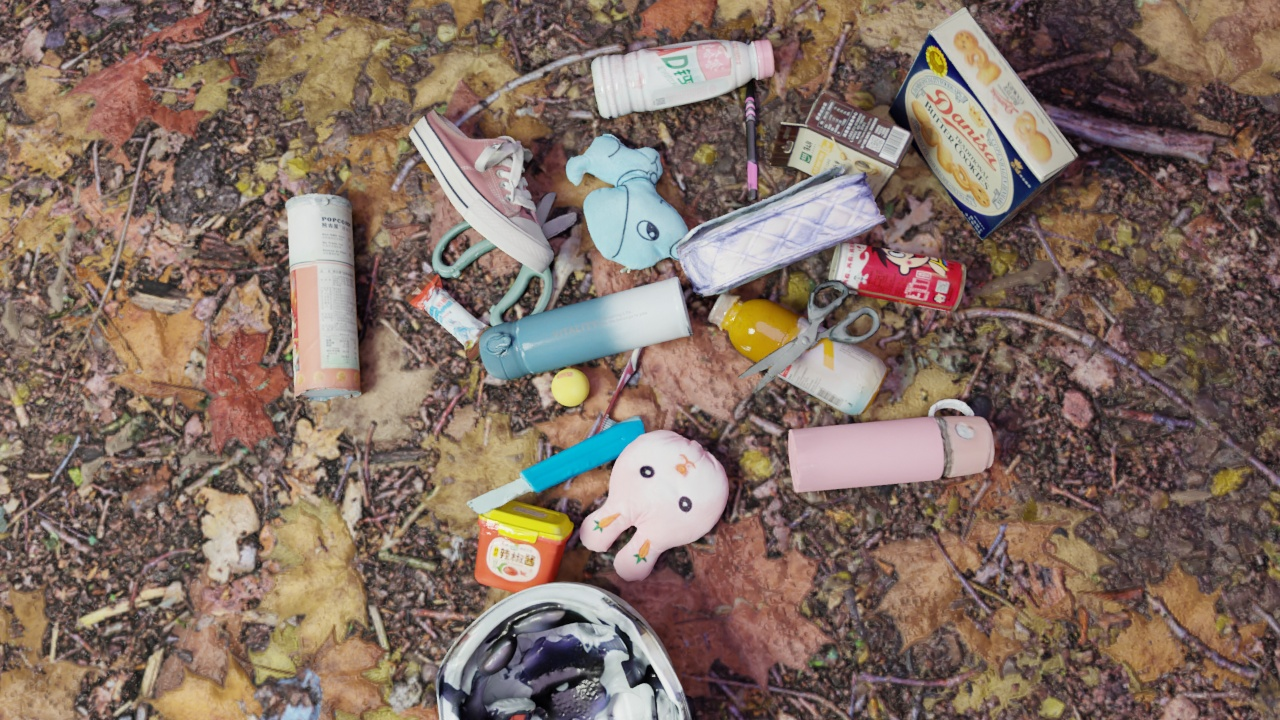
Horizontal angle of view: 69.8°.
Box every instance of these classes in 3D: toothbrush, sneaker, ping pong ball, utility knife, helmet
[{"bbox_3d":[0.124,-0.272,1.030,0.014,0.018,0.189,-3,81,12],"label":"toothbrush"},{"bbox_3d":[-0.156,-0.196,0.978,0.088,0.118,0.241,-43,65,11],"label":"sneaker"},{"bbox_3d":[-0.074,0.029,0.976,0.040,0.040,0.040,0,80,3],"label":"ping pong ball"},{"bbox_3d":[-0.006,0.006,0.990,0.017,0.016,0.187,25,83,-1],"label":"toothbrush"},{"bbox_3d":[-0.082,0.109,0.937,0.204,0.018,0.034,-23,88,-25],"label":"utility knife"},{"bbox_3d":[-0.067,0.333,0.872,0.229,0.146,0.258,-25,90,0],"label":"helmet"}]

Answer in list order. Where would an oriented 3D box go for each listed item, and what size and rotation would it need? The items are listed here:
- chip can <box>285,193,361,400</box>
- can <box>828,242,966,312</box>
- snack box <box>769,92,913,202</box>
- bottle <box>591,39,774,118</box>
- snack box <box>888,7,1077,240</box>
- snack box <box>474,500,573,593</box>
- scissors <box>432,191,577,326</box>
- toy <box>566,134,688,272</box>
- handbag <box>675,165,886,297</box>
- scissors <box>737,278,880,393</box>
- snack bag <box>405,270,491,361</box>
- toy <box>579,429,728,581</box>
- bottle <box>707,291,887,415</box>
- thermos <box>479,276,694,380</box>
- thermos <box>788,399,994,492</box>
[{"bbox_3d":[-0.341,-0.066,0.991,0.071,0.071,0.214,-6,80,2],"label":"chip can"},{"bbox_3d":[0.270,-0.089,0.972,0.133,0.053,0.053,11,81,5],"label":"can"},{"bbox_3d":[0.209,-0.221,0.968,0.125,0.113,0.053,28,81,7],"label":"snack box"},{"bbox_3d":[0.047,-0.315,1.011,0.197,0.068,0.068,-8,80,4],"label":"bottle"},{"bbox_3d":[0.336,-0.231,0.928,0.046,0.182,0.178,-32,80,-2],"label":"snack box"},{"bbox_3d":[-0.121,0.192,0.936,0.091,0.082,0.080,13,94,6],"label":"snack box"},{"bbox_3d":[-0.135,-0.103,1.014,0.175,0.019,0.176,-23,79,-2],"label":"scissors"},{"bbox_3d":[-0.013,-0.167,1.002,0.161,0.050,0.156,20,74,1],"label":"toy"},{"bbox_3d":[0.141,-0.133,0.935,0.193,0.134,0.075,-23,94,-8],"label":"handbag"},{"bbox_3d":[0.171,-0.017,0.912,0.150,0.014,0.170,14,56,-2],"label":"scissors"},{"bbox_3d":[-0.206,-0.048,1.004,0.104,0.026,0.048,45,98,9],"label":"snack bag"},{"bbox_3d":[0.014,0.150,0.947,0.121,0.054,0.159,38,91,3],"label":"toy"},{"bbox_3d":[0.161,-0.013,0.957,0.189,0.068,0.068,30,83,7],"label":"bottle"},{"bbox_3d":[-0.058,-0.030,0.961,0.220,0.070,0.070,-14,80,6],"label":"thermos"},{"bbox_3d":[0.253,0.085,0.942,0.198,0.067,0.087,-7,54,2],"label":"thermos"}]
